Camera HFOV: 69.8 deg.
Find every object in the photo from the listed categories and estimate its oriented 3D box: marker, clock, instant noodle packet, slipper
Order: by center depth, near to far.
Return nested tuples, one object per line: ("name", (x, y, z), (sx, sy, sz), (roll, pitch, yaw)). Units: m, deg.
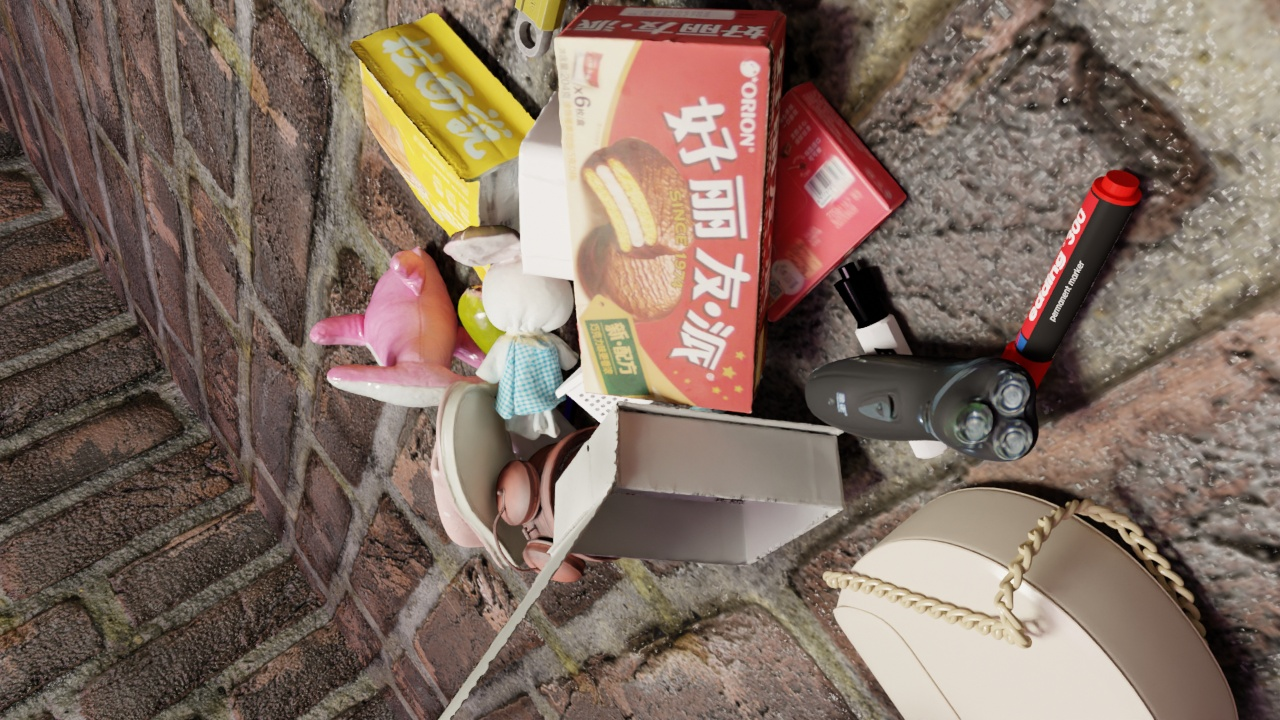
("marker", (0.206, -0.029, 0.456), (0.023, 0.021, 0.145), (45, 146, 33))
("marker", (0.150, -0.001, 0.550), (0.025, 0.025, 0.126), (-18, 101, 57))
("instant noodle packet", (-0.163, -0.162, 0.802), (0.163, 0.084, 0.222), (48, 157, 14))
("clock", (-0.062, 0.128, 0.816), (0.072, 0.157, 0.120), (-17, 102, 51))
("slipper", (-0.151, 0.113, 0.847), (0.054, 0.114, 0.275), (4, 145, 10))

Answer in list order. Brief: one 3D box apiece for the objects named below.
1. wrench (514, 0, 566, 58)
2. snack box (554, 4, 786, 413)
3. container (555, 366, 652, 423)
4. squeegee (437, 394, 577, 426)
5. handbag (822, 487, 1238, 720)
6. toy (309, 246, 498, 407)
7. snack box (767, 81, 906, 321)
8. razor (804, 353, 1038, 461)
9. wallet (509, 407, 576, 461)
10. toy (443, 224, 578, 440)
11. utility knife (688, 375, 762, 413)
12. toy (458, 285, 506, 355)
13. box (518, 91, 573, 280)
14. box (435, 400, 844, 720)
("wrench", (-0.040, -0.303, 0.538), (0.083, 0.018, 0.274), (44, 138, 19))
("snack box", (0.020, -0.080, 0.541), (0.113, 0.060, 0.237), (7, 129, 12))
("container", (-0.004, 0.004, 0.715), (0.049, 0.080, 0.129), (49, 148, -5))
("squeegee", (-0.151, 0.076, 0.983), (0.185, 0.055, 0.250), (28, 129, 18))
("handbag", (0.219, 0.186, 0.541), (0.210, 0.103, 0.209), (55, 151, 8))
("toy", (-0.227, -0.044, 0.911), (0.265, 0.186, 0.128), (-123, 42, -59))
("snack box", (0.090, -0.091, 0.559), (0.089, 0.021, 0.133), (53, 147, 8))
("razor", (0.146, 0.024, 0.504), (0.141, 0.063, 0.053), (2, 102, 49))
("wallet", (-0.095, 0.082, 0.899), (0.116, 0.032, 0.086), (47, 129, -8))
("toy", (-0.089, -0.027, 0.783), (0.105, 0.131, 0.206), (-100, 9, -66))
("utility knife", (0.064, 0.025, 0.679), (0.022, 0.015, 0.129), (25, 156, -8))
("toy", (-0.126, -0.025, 0.855), (0.090, 0.051, 0.110), (22, 157, 50))
("box", (-0.009, -0.106, 0.624), (0.137, 0.123, 0.109), (8, 131, 7))
("box", (-0.039, 0.141, 0.596), (0.150, 0.367, 0.167), (52, 150, 11))
